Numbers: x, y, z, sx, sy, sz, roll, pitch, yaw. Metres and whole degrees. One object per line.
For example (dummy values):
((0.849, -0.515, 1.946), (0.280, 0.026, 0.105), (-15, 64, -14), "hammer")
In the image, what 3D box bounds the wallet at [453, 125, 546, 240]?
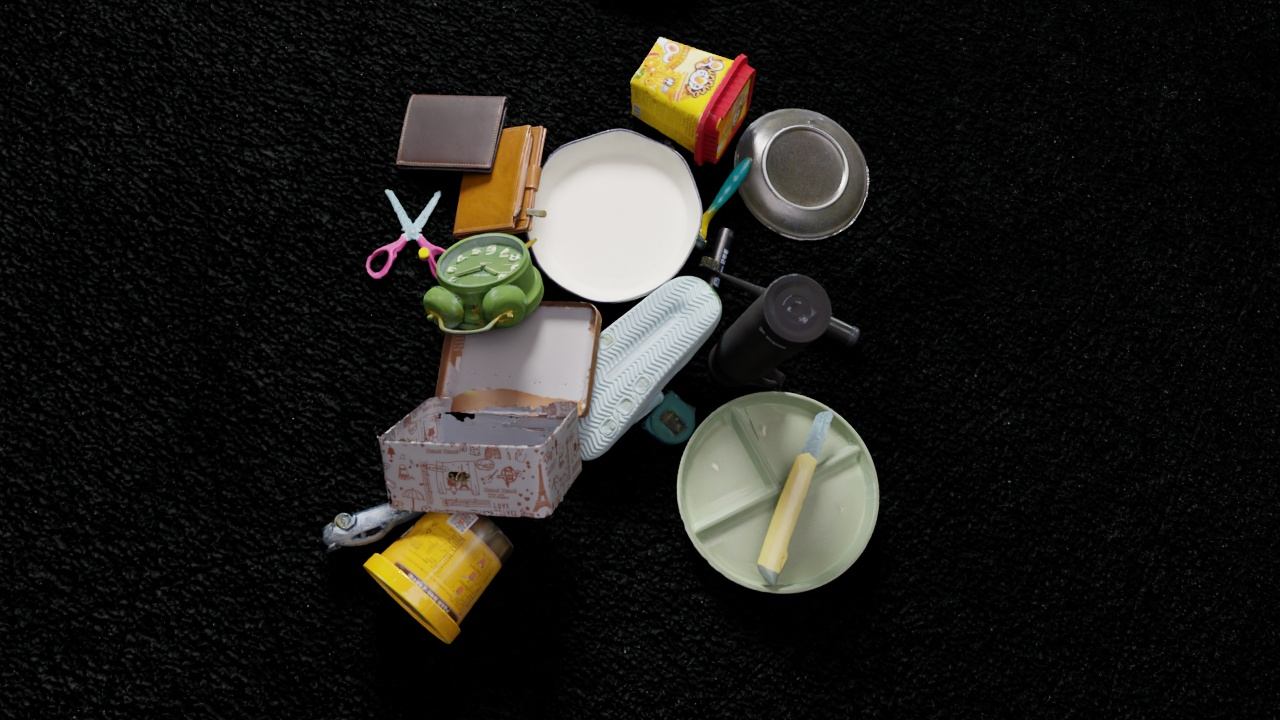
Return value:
((-0.159, -0.207, 1.058), (0.119, 0.035, 0.130), (0, 74, 26), "wallet")

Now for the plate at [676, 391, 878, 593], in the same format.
((0.155, 0.148, 1.045), (0.230, 0.027, 0.230), (0, 74, -2), "plate")

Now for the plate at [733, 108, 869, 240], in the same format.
((0.205, -0.239, 1.155), (0.179, 0.024, 0.179), (2, 77, -8), "plate")

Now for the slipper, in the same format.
((-0.006, 0.006, 1.037), (0.245, 0.074, 0.104), (-45, 73, 1), "slipper")

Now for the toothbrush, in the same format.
((0.165, -0.072, 1.101), (0.212, 0.026, 0.027), (26, 68, -7), "toothbrush")

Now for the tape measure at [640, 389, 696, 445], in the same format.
((0.036, 0.069, 1.057), (0.054, 0.025, 0.058), (38, 75, 2), "tape measure")

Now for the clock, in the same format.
((-0.170, -0.078, 0.996), (0.116, 0.056, 0.160), (-2, 42, 10), "clock")

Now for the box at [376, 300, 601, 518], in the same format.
((-0.147, 0.051, 0.972), (0.179, 0.133, 0.270), (2, 47, 13), "box")

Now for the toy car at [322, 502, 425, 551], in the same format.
((-0.275, 0.169, 0.970), (0.120, 0.054, 0.036), (-21, 79, -14), "toy car")

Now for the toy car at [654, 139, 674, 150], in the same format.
((0.024, -0.216, 1.116), (0.049, 0.031, 0.106), (-12, 79, -8), "toy car")

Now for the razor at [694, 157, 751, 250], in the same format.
((0.096, -0.197, 1.124), (0.043, 0.028, 0.132), (35, 79, 7), "razor")

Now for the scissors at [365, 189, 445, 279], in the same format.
((-0.270, -0.141, 1.062), (0.131, 0.017, 0.133), (-30, 79, -12), "scissors")

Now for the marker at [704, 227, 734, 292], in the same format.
((0.086, -0.098, 1.107), (0.022, 0.020, 0.132), (12, 75, 24), "marker")

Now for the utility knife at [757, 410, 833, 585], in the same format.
((0.174, 0.148, 1.021), (0.031, 0.021, 0.208), (22, 81, 3), "utility knife")

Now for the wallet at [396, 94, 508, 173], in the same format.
((-0.221, -0.266, 1.072), (0.122, 0.020, 0.096), (6, 77, 15), "wallet")

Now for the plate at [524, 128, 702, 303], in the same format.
((-0.031, -0.165, 1.070), (0.205, 0.045, 0.204), (-1, 82, 5), "plate")

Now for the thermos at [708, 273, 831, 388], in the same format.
((0.139, -0.018, 0.980), (0.090, 0.243, 0.068), (28, 75, -1), "thermos")

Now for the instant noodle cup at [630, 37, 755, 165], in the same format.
((0.060, -0.319, 1.110), (0.124, 0.116, 0.116), (28, 75, 10), "instant noodle cup")

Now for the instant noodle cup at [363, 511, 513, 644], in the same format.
((-0.202, 0.208, 0.945), (0.118, 0.119, 0.114), (41, 67, 2), "instant noodle cup")
